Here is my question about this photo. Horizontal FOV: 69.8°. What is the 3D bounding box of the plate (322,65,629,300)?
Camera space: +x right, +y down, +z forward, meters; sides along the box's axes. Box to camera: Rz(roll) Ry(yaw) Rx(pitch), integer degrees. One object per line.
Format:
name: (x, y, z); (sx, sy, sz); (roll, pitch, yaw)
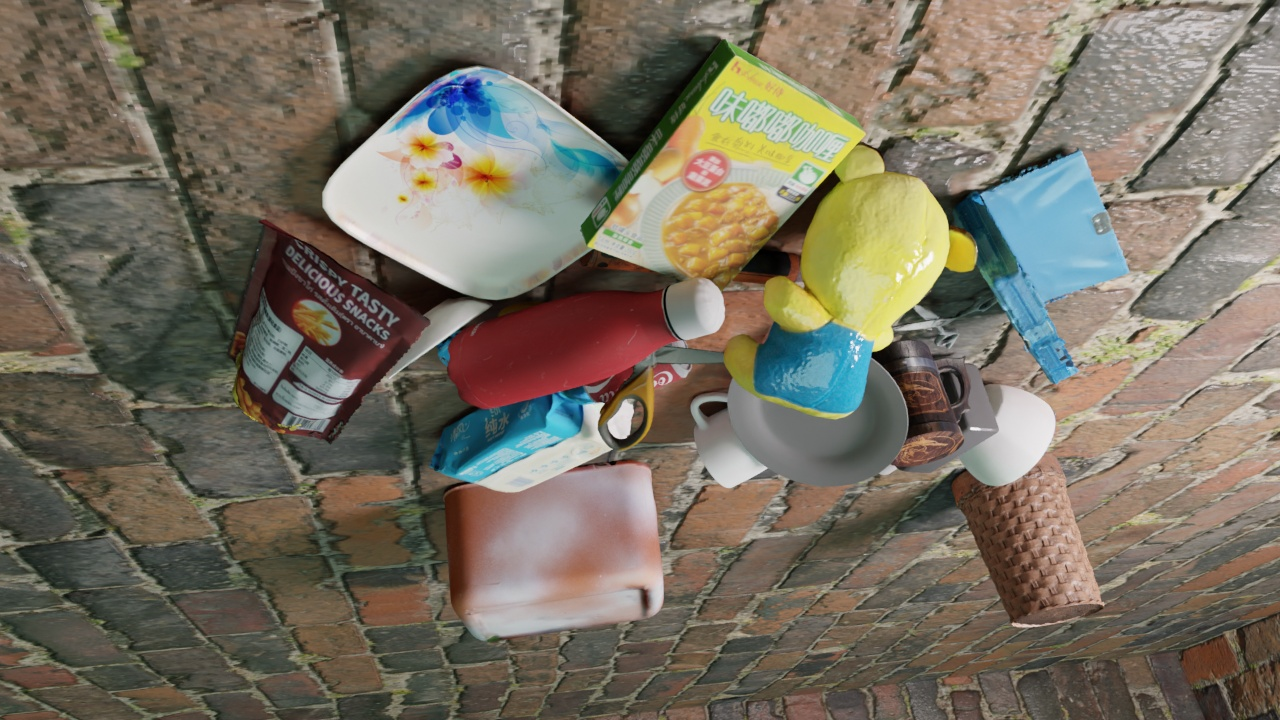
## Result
plate: (-0.108, -0.120, 0.652); (0.187, 0.016, 0.187); (-30, 140, 30)

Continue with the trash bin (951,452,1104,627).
trash bin: (0.536, 0.251, 1.267); (0.151, 0.209, 0.151); (-6, 150, -4)

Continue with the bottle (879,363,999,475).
bottle: (0.323, 0.081, 1.048); (0.046, 0.083, 0.174); (5, 148, -23)

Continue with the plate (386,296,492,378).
plate: (-0.171, -0.026, 0.754); (0.104, 0.026, 0.104); (-34, -172, 5)

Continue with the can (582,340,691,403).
can: (-0.005, 0.005, 0.862); (0.097, 0.054, 0.054); (-21, 148, 20)

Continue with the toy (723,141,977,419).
toy: (0.166, -0.047, 0.719); (0.148, 0.084, 0.214); (15, 117, -34)

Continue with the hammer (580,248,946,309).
hammer: (0.100, -0.072, 0.781); (0.314, 0.035, 0.138); (4, 147, -19)

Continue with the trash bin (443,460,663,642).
trash bin: (-0.104, 0.243, 1.138); (0.259, 0.157, 0.182); (-7, 150, -2)

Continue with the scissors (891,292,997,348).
scissors: (0.283, -0.031, 0.887); (0.141, 0.014, 0.147); (-19, 156, -15)

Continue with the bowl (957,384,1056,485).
bowl: (0.404, 0.078, 1.045); (0.065, 0.116, 0.117); (35, 136, -11)

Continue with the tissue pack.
tissue pack: (-0.116, 0.080, 0.950); (0.210, 0.066, 0.117); (-30, 145, 34)

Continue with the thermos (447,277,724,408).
thermos: (-0.045, -0.018, 0.731); (0.240, 0.073, 0.073); (-14, 151, 29)

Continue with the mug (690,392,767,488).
mug: (0.107, 0.073, 0.998); (0.088, 0.080, 0.114); (-31, 113, 24)

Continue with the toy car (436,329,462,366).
toy car: (-0.136, 0.001, 0.843); (0.105, 0.032, 0.048); (18, 141, -36)

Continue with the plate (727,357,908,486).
plate: (0.175, 0.052, 0.915); (0.178, 0.012, 0.179); (11, 125, 16)

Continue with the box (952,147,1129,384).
box: (0.367, -0.074, 0.793); (0.112, 0.094, 0.231); (-27, 145, 24)

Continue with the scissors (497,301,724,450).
scissors: (-0.014, 0.005, 0.809); (0.225, 0.016, 0.229); (8, 133, 9)

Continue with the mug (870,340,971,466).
mug: (0.295, 0.043, 0.951); (0.115, 0.107, 0.080); (-5, 150, -7)

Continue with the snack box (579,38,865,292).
snack box: (0.057, -0.127, 0.650); (0.131, 0.027, 0.168); (16, 129, -36)

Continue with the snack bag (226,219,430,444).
snack bag: (-0.263, -0.013, 0.726); (0.139, 0.066, 0.209); (40, 138, -6)
